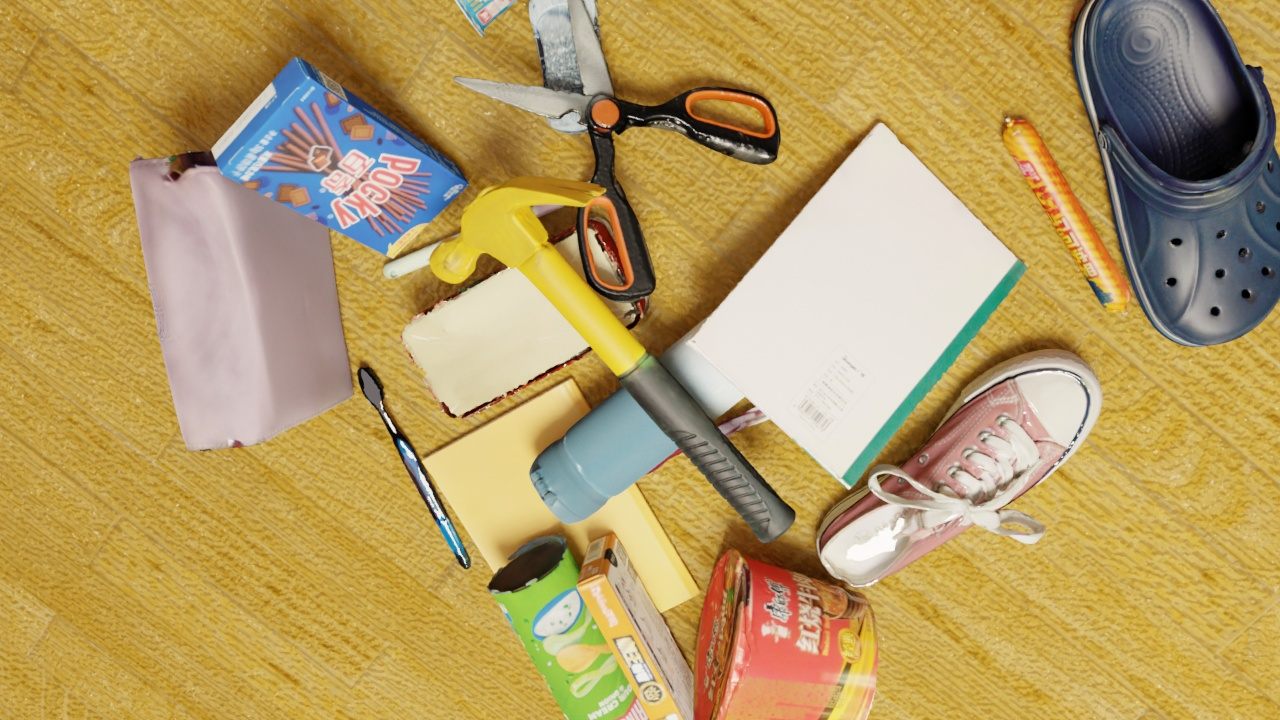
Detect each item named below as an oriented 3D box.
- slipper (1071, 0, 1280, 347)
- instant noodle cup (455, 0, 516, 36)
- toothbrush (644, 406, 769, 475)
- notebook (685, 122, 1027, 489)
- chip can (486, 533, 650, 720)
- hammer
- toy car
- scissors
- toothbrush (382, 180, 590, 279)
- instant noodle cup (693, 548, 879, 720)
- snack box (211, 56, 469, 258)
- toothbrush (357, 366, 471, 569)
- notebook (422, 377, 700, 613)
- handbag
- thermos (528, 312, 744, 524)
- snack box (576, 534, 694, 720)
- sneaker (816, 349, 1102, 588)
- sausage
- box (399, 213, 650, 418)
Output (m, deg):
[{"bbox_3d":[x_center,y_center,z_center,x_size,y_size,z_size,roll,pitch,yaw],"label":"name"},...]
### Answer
[{"bbox_3d":[0.357,-0.130,0.585,0.105,0.095,0.253,-20,97,14],"label":"slipper"},{"bbox_3d":[-0.088,-0.287,0.603,0.110,0.099,0.099,-31,98,5],"label":"instant noodle cup"},{"bbox_3d":[0.074,0.048,0.702,0.188,0.017,0.016,-26,96,10],"label":"toothbrush"},{"bbox_3d":[0.152,-0.039,0.628,0.150,0.012,0.209,42,79,-4],"label":"notebook"},{"bbox_3d":[-0.036,0.254,0.727,0.072,0.072,0.236,-24,104,12],"label":"chip can"},{"bbox_3d":[-0.004,0.004,0.604,0.300,0.032,0.129,48,127,-8],"label":"hammer"},{"bbox_3d":[-0.050,-0.214,0.644,0.049,0.031,0.105,-7,101,6],"label":"toy car"},{"bbox_3d":[-0.013,-0.149,0.625,0.233,0.022,0.221,4,86,-12],"label":"scissors"},{"bbox_3d":[-0.110,-0.097,0.686,0.190,0.029,0.020,-19,59,12],"label":"toothbrush"},{"bbox_3d":[0.106,0.220,0.685,0.108,0.137,0.138,12,105,-5],"label":"instant noodle cup"},{"bbox_3d":[-0.197,-0.131,0.625,0.085,0.157,0.026,-41,60,13],"label":"snack box"},{"bbox_3d":[-0.182,0.089,0.745,0.014,0.016,0.189,-25,102,2],"label":"toothbrush"},{"bbox_3d":[-0.064,0.134,0.741,0.146,0.010,0.206,-29,99,12],"label":"notebook"},{"bbox_3d":[-0.285,-0.048,0.655,0.098,0.144,0.197,-4,102,5],"label":"handbag"},{"bbox_3d":[0.013,0.037,0.674,0.221,0.070,0.070,-39,96,10],"label":"thermos"},{"bbox_3d":[0.001,0.216,0.709,0.026,0.075,0.154,-25,101,11],"label":"snack box"},{"bbox_3d":[0.228,0.089,0.655,0.241,0.087,0.118,-41,96,15],"label":"sneaker"},{"bbox_3d":[0.296,-0.099,0.635,0.021,0.021,0.165,-33,97,13],"label":"sausage"},{"bbox_3d":[-0.085,-0.031,0.669,0.168,0.077,0.091,-28,99,12],"label":"box"}]
